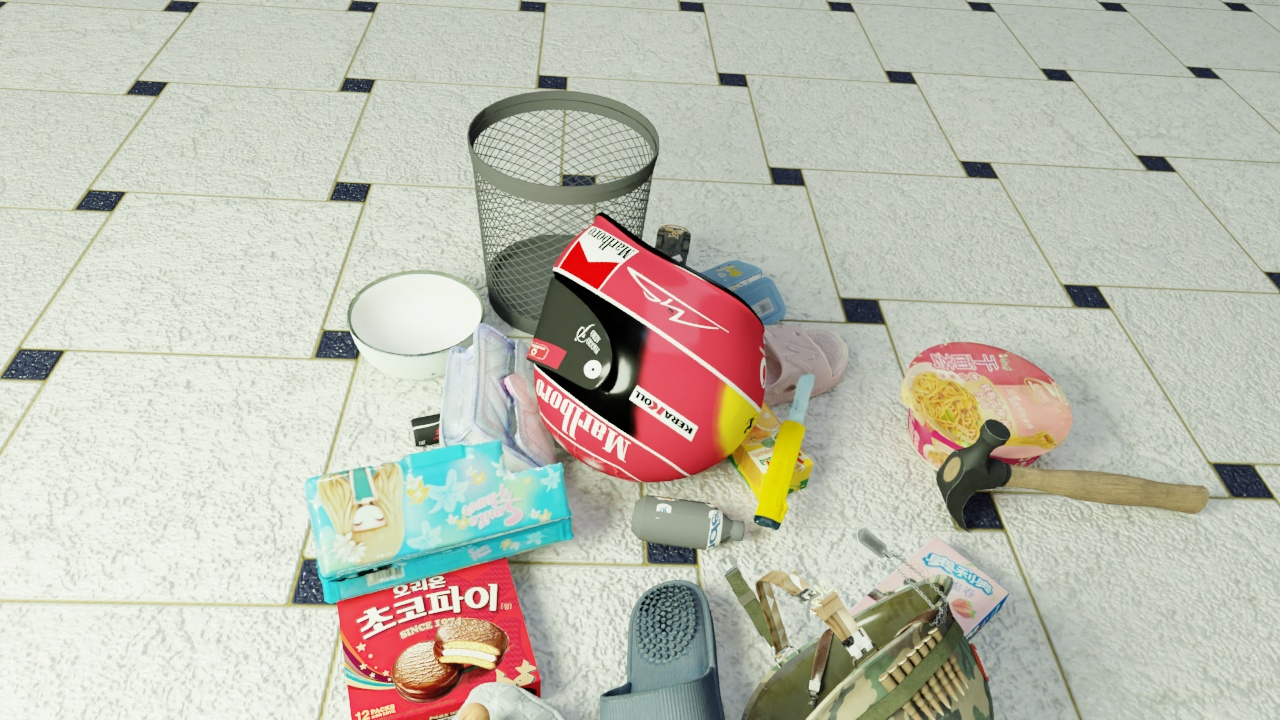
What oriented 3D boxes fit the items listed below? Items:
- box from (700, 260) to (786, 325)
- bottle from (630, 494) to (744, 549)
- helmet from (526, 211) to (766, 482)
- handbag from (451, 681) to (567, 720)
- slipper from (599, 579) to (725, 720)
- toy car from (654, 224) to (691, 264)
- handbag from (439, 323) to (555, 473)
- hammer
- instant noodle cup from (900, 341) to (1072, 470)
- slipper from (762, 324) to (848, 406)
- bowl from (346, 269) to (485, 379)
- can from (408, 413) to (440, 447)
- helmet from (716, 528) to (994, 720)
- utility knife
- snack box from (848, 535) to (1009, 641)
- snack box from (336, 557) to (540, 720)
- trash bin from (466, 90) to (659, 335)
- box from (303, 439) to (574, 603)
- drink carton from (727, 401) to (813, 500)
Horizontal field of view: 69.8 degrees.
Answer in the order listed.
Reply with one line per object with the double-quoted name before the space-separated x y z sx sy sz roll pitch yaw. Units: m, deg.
"box" 0.081 -0.065 1.142 0.209 0.047 0.122 -26 66 -31
"bottle" 0.047 0.162 0.910 0.112 0.047 0.046 7 43 1
"helmet" -0.005 0.006 0.947 0.271 0.197 0.224 33 87 22
"handbag" -0.124 0.313 0.671 0.112 0.123 0.171 23 51 26
"slipper" 0.017 0.274 0.741 0.101 0.082 0.262 -12 37 14
"toy car" 0.038 -0.123 1.216 0.047 0.047 0.111 9 72 4
"handbag" -0.139 0.049 0.967 0.126 0.069 0.158 34 32 -32
"hammer" 0.455 0.133 0.954 0.305 0.133 0.040 9 41 -15
"instant noodle cup" 0.377 0.066 1.028 0.178 0.078 0.178 2 44 -2
"slipper" 0.148 0.004 1.079 0.239 0.065 0.094 -17 48 -21
"bowl" -0.257 -0.033 1.066 0.153 0.073 0.153 3 44 -3
"can" -0.207 0.071 0.990 0.080 0.032 0.031 -11 45 -17
"helmet" 0.163 0.246 0.719 0.236 0.193 0.223 37 70 3
"utility knife" 0.157 0.088 0.960 0.030 0.019 0.227 20 49 6
"snack box" 0.265 0.237 0.861 0.153 0.033 0.088 -28 52 -31
"snack box" -0.177 0.248 0.799 0.152 0.036 0.132 -10 45 -17
"trash bin" -0.095 -0.173 1.120 0.218 0.228 0.217 3 43 -3
"box" -0.183 0.124 0.834 0.226 0.117 0.097 -11 27 -19
"drink carton" 0.130 0.095 0.995 0.058 0.041 0.122 -16 48 -22
